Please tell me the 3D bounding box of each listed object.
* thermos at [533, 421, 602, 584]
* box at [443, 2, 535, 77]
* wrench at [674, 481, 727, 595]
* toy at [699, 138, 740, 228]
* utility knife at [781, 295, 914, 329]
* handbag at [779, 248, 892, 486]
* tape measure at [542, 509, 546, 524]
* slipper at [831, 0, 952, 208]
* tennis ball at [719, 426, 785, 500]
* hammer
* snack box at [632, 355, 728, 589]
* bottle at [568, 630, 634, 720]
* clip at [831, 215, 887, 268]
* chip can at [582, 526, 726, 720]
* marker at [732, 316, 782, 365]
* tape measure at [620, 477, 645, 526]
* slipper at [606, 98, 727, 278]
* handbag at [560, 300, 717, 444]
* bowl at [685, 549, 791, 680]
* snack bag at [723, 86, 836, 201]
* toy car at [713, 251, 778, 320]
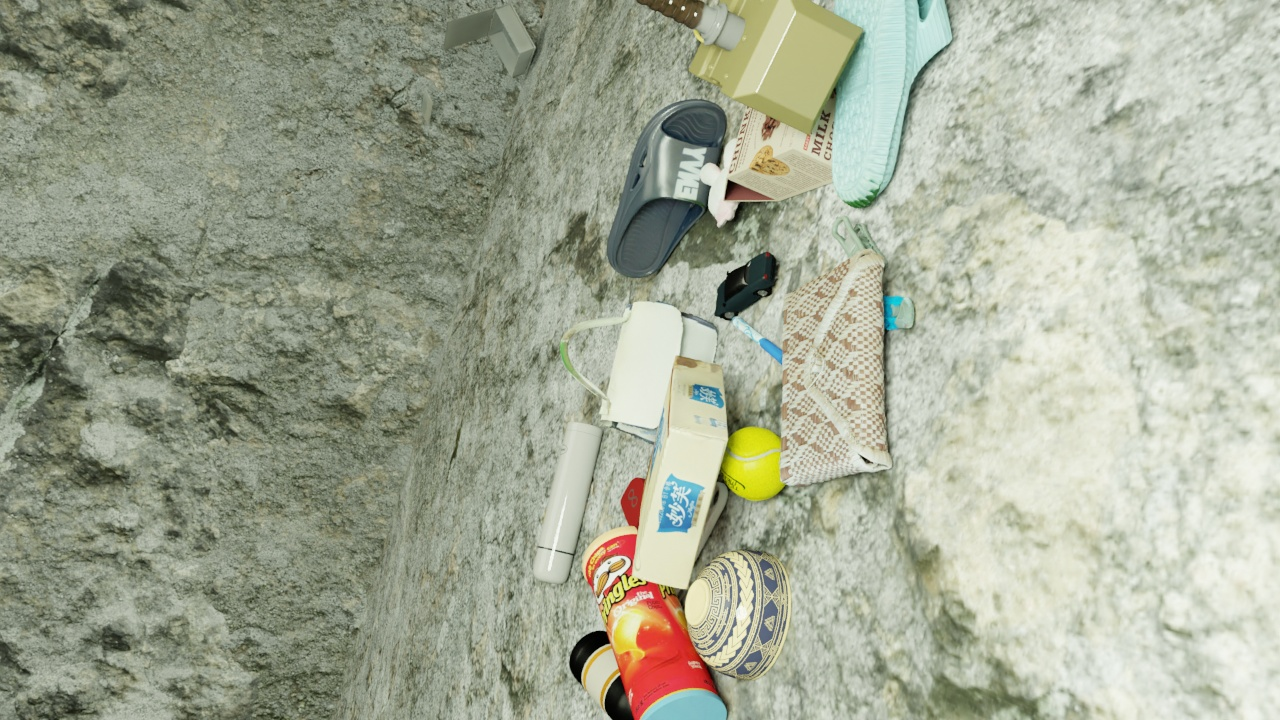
[{"bbox_3d":[-0.103,0.200,1.289,0.052,0.052,0.224,-18,57,65],"label":"thermos"},{"bbox_3d":[-0.566,-1.092,2.842,0.167,0.528,0.233,145,142,-69],"label":"box"},{"bbox_3d":[0.029,0.246,0.971,0.274,0.018,0.066,-65,22,15],"label":"wrench"},{"bbox_3d":[0.106,-0.210,1.119,0.076,0.037,0.125,-49,33,40],"label":"toy"},{"bbox_3d":[0.181,-0.042,0.826,0.031,0.015,0.207,-70,19,-7],"label":"utility knife"},{"bbox_3d":[0.158,0.008,0.772,0.124,0.047,0.185,146,131,-63],"label":"handbag"},{"bbox_3d":[-0.121,0.231,1.341,0.059,0.030,0.068,-42,38,53],"label":"tape measure"},{"bbox_3d":[0.224,-0.277,0.839,0.116,0.069,0.276,-167,80,-70],"label":"slipper"},{"bbox_3d":[0.104,0.093,0.833,0.066,0.065,0.065,-52,29,43],"label":"tennis ball"},{"bbox_3d":[0.017,-0.331,0.833,0.101,0.324,0.190,-64,22,19],"label":"hammer"},{"bbox_3d":[0.039,0.099,0.893,0.207,0.055,0.153,-79,1,-71],"label":"snack box"},{"bbox_3d":[-0.004,0.336,0.904,0.182,0.059,0.059,26,98,54],"label":"bottle"},{"bbox_3d":[0.194,-0.103,0.820,0.023,0.043,0.075,-58,24,29],"label":"clip"},{"bbox_3d":[0.008,0.262,0.882,0.087,0.087,0.213,-63,29,23],"label":"chip can"},{"bbox_3d":[0.123,-0.022,0.957,0.013,0.013,0.142,-67,21,12],"label":"marker"},{"bbox_3d":[0.000,0.171,1.102,0.051,0.019,0.059,-61,30,23],"label":"tape measure"},{"bbox_3d":[0.032,-0.215,1.215,0.083,0.110,0.269,-109,38,-54],"label":"slipper"},{"bbox_3d":[-0.006,0.006,1.029,0.074,0.176,0.151,-14,59,64],"label":"handbag"},{"bbox_3d":[0.075,0.219,0.809,0.113,0.061,0.112,-51,29,43],"label":"bowl"},{"bbox_3d":[0.149,-0.233,0.981,0.207,0.070,0.094,-3,70,68],"label":"snack bag"},{"bbox_3d":[0.111,-0.081,1.003,0.112,0.034,0.046,-35,41,58],"label":"toy car"}]
